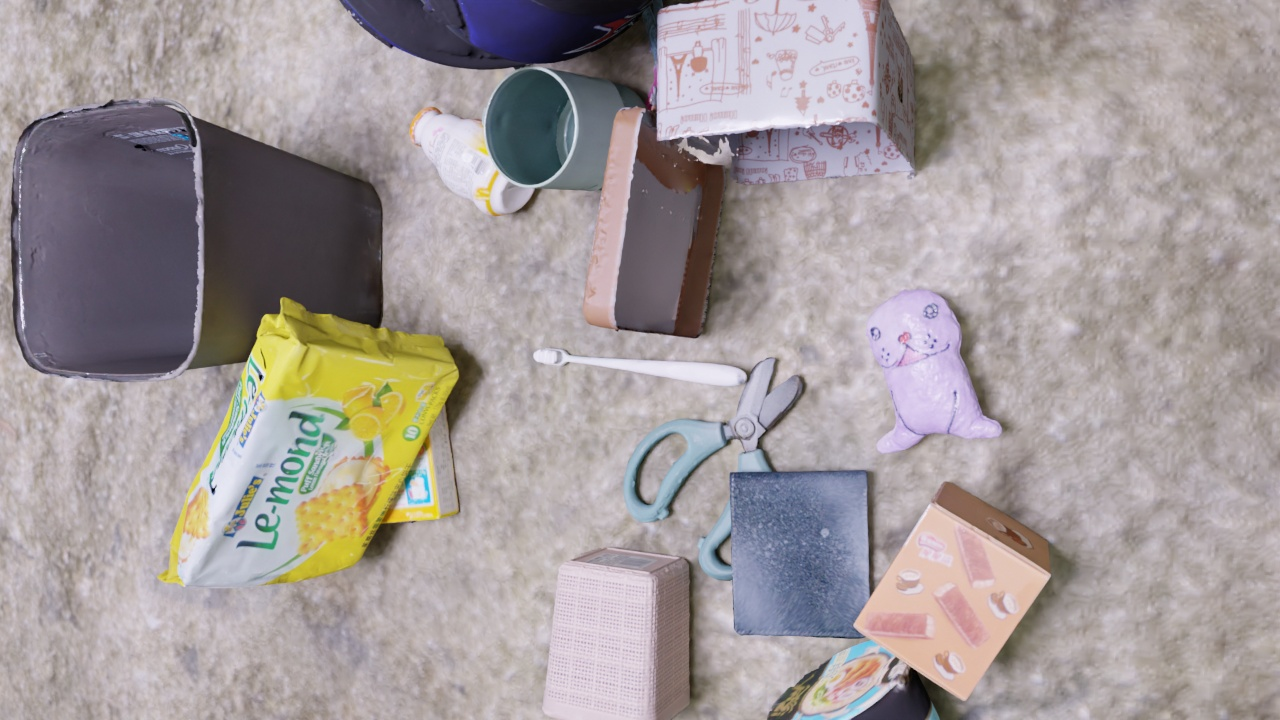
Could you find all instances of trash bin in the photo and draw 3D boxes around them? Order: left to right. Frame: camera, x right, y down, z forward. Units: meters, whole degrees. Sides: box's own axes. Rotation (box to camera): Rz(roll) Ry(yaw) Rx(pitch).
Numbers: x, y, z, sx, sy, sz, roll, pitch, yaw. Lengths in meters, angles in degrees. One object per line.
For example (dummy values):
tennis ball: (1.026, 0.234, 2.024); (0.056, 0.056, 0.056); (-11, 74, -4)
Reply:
trash bin: (-0.341, -0.088, 0.744); (0.199, 0.219, 0.198); (2, 93, 24)

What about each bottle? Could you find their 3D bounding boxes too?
bottle: (-0.136, -0.163, 0.735); (0.108, 0.063, 0.063); (35, 105, 19)

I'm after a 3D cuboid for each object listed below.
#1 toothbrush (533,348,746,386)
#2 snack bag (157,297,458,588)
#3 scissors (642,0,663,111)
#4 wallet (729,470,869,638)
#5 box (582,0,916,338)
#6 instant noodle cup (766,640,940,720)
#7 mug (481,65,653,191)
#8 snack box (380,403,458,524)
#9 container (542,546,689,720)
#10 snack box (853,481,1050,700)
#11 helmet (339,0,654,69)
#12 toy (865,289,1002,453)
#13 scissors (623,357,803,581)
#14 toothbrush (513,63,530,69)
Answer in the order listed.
toothbrush: (-0.004, 0.004, 0.701); (0.180, 0.016, 0.016); (6, 93, 28)
snack bag: (-0.257, 0.071, 0.715); (0.068, 0.157, 0.247); (40, 107, 34)
scissors: (0.011, -0.226, 0.697); (0.072, 0.017, 0.137); (-27, 77, 31)
wallet: (0.112, 0.137, 0.648); (0.097, 0.019, 0.121); (-1, 95, 11)
box: (0.084, -0.111, 0.577); (0.158, 0.180, 0.217); (11, 94, 21)
instant noodle cup: (0.160, 0.263, 0.599); (0.111, 0.111, 0.120); (-33, 86, 21)
mug: (-0.059, -0.169, 0.674); (0.112, 0.106, 0.082); (18, 108, 30)
snack box: (-0.209, 0.069, 0.792); (0.087, 0.033, 0.140); (-9, 89, 24)
container: (-0.014, 0.202, 0.681); (0.090, 0.090, 0.111); (3, 89, 24)
snack box: (0.198, 0.141, 0.580); (0.077, 0.092, 0.094); (32, 103, 20)
helmet: (-0.095, -0.297, 0.566); (0.241, 0.314, 0.247); (-9, 129, 41)
toy: (0.186, 0.006, 0.612); (0.084, 0.038, 0.108); (-18, 85, 34)
scissors: (0.074, 0.084, 0.675); (0.179, 0.019, 0.161); (-43, 74, 18)
toothbrush: (-0.025, -0.270, 0.706); (0.186, 0.012, 0.017); (-19, 70, 27)
